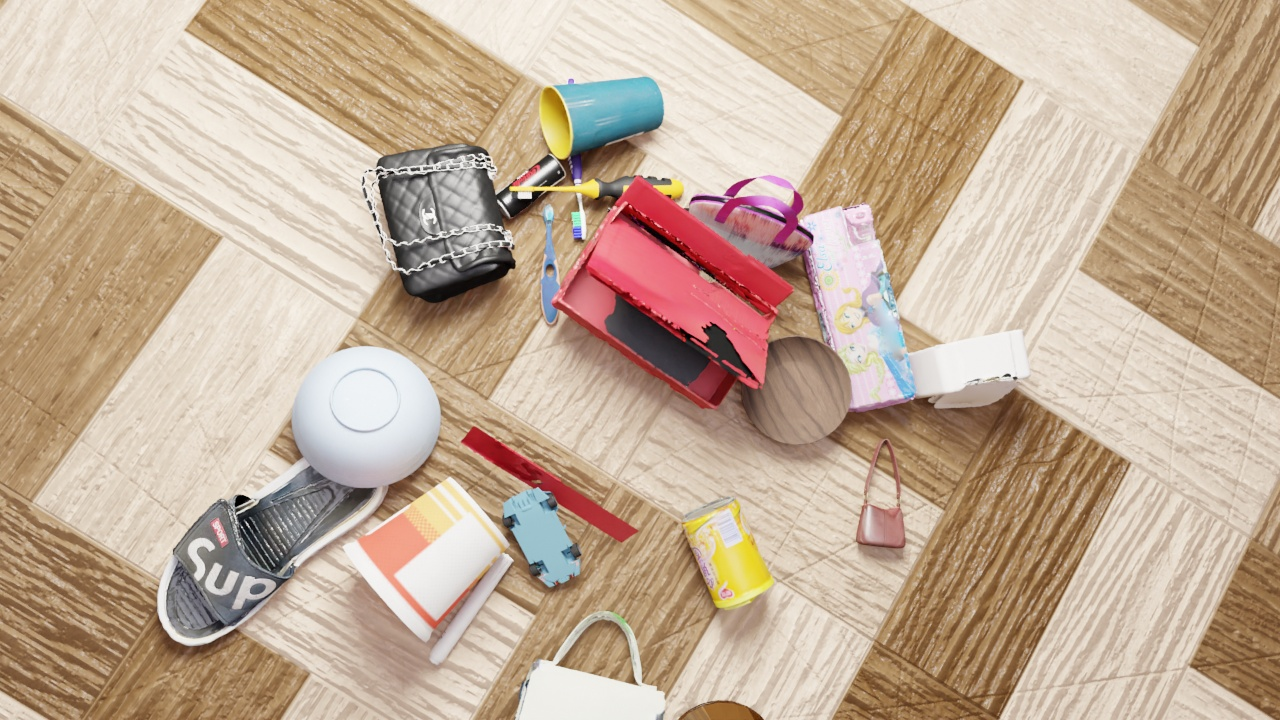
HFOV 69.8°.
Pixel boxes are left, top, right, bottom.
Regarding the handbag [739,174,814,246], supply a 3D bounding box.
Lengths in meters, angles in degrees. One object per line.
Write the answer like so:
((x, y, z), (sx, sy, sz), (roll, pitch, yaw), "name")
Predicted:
((0.120, -0.152, 0.962), (0.144, 0.170, 0.068), (19, 82, -4), "handbag")

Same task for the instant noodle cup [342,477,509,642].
((-0.208, 0.192, 0.921), (0.121, 0.124, 0.123), (-41, 89, -17), "instant noodle cup")

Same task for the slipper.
((-0.380, 0.179, 0.928), (0.263, 0.063, 0.111), (-36, 88, -11), "slipper")

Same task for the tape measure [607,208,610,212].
((-0.022, -0.127, 1.012), (0.058, 0.036, 0.065), (25, 81, -4), "tape measure")

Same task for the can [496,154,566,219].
((-0.122, -0.191, 1.011), (0.080, 0.031, 0.031), (-40, 89, -9), "can")

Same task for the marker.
((-0.178, 0.260, 0.960), (0.017, 0.020, 0.133), (35, 81, -3), "marker")

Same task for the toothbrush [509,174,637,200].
((-0.046, -0.188, 1.009), (0.196, 0.031, 0.031), (-3, 107, -16), "toothbrush")

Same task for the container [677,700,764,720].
((0.094, 0.421, 0.897), (0.132, 0.167, 0.132), (1, 83, -6), "container")

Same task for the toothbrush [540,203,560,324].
((-0.100, -0.107, 1.011), (0.021, 0.017, 0.135), (-1, 84, -6), "toothbrush")

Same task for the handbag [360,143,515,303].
((-0.203, -0.150, 0.950), (0.125, 0.114, 0.153), (-15, 82, 4), "handbag")

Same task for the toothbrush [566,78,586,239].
((-0.074, -0.227, 1.028), (0.016, 0.015, 0.186), (-4, 84, -7), "toothbrush")

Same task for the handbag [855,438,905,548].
((0.270, 0.147, 1.021), (0.055, 0.029, 0.119), (8, 78, -7), "handbag")

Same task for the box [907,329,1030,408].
((0.363, 0.026, 1.004), (0.108, 0.102, 0.102), (-13, 87, -9), "box")

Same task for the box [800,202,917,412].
((0.243, -0.060, 1.020), (0.084, 0.063, 0.230), (-12, 85, -7), "box")

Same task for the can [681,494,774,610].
((0.092, 0.203, 0.972), (0.067, 0.068, 0.105), (-23, 86, -8), "can")

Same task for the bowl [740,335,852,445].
((0.170, 0.033, 1.012), (0.119, 0.032, 0.119), (0, 86, 4), "bowl")

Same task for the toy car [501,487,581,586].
((-0.103, 0.184, 0.972), (0.060, 0.027, 0.108), (-25, 102, 4), "toy car")

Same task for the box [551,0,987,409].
((0.107, -0.154, 0.915), (0.213, 0.127, 0.426), (35, 114, -10), "box")

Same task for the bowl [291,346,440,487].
((-0.277, 0.048, 0.928), (0.150, 0.075, 0.150), (5, 70, -12), "bowl")

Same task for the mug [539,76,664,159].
((-0.039, -0.269, 1.000), (0.121, 0.078, 0.078), (-18, 86, -24), "mug")

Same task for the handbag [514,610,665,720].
((-0.049, 0.349, 0.950), (0.151, 0.074, 0.175), (15, 63, -6), "handbag")
